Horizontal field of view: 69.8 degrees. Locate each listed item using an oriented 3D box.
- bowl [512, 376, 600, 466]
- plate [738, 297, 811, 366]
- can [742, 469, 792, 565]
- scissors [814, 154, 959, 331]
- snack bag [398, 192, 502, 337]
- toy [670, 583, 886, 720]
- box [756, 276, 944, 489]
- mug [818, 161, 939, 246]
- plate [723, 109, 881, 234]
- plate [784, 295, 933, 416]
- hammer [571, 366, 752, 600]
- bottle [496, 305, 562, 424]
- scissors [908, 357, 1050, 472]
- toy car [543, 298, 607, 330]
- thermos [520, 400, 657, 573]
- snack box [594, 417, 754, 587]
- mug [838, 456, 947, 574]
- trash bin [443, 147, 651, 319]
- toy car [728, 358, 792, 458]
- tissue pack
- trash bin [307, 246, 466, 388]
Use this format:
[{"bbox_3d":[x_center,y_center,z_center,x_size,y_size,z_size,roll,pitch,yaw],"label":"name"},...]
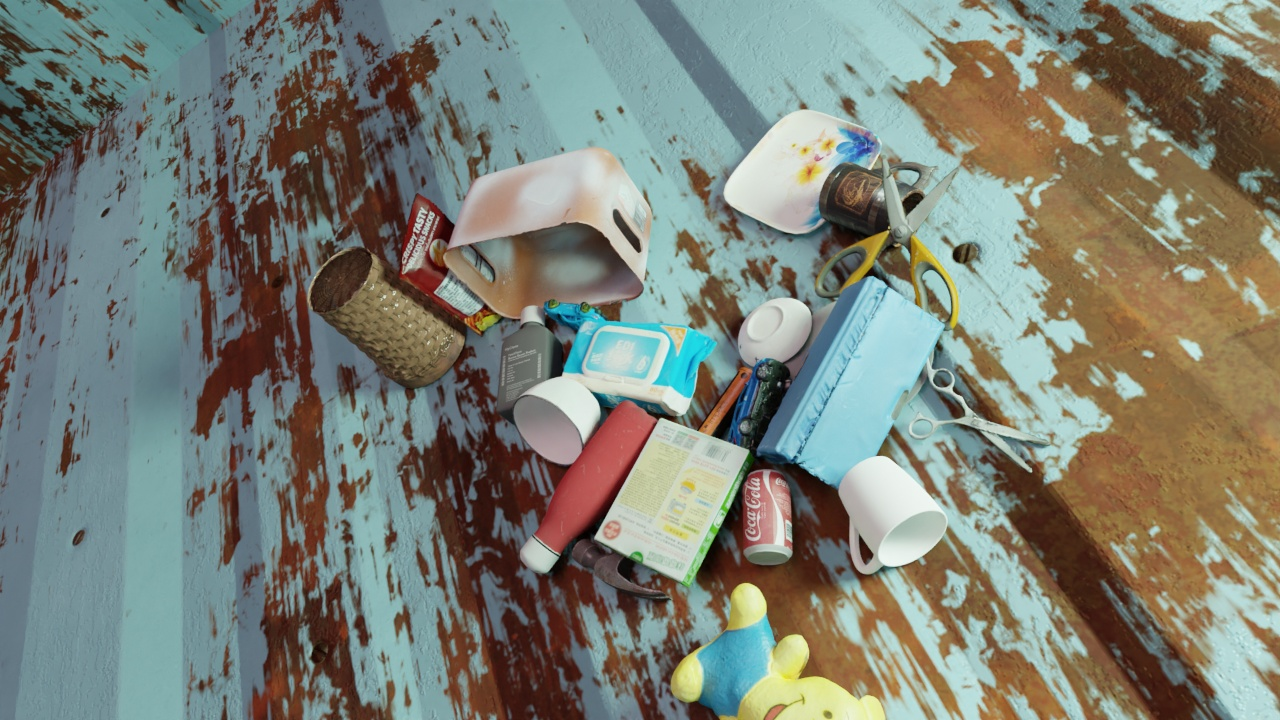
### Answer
[{"bbox_3d":[-0.104,0.073,1.202,0.116,0.116,0.065,8,39,34],"label":"bowl"},{"bbox_3d":[0.163,-0.041,1.154,0.104,0.026,0.104,-25,44,27],"label":"plate"},{"bbox_3d":[0.141,0.174,1.023,0.054,0.054,0.096,-12,55,24],"label":"can"},{"bbox_3d":[0.296,-0.129,1.086,0.230,0.016,0.225,-23,75,38],"label":"scissors"},{"bbox_3d":[-0.278,-0.136,1.372,0.067,0.208,0.138,-2,60,30],"label":"snack bag"},{"bbox_3d":[0.135,0.343,0.901,0.149,0.084,0.214,-49,51,-3],"label":"toy"},{"bbox_3d":[0.239,0.032,1.046,0.112,0.094,0.231,31,80,-5],"label":"box"},{"bbox_3d":[0.302,-0.210,1.152,0.107,0.080,0.115,33,86,39],"label":"mug"},{"bbox_3d":[0.224,-0.261,1.275,0.187,0.016,0.187,-50,49,-5],"label":"plate"},{"bbox_3d":[0.257,0.000,1.091,0.179,0.012,0.178,-15,54,22],"label":"plate"},{"bbox_3d":[0.057,0.144,1.107,0.138,0.035,0.314,28,77,39],"label":"hammer"},{"bbox_3d":[-0.157,0.000,1.319,0.084,0.046,0.173,-17,54,21],"label":"bottle"},{"bbox_3d":[0.361,0.054,0.987,0.142,0.014,0.146,-5,63,24],"label":"scissors"},{"bbox_3d":[-0.097,-0.063,1.323,0.105,0.048,0.032,10,70,34],"label":"toy car"},{"bbox_3d":[-0.064,0.161,1.142,0.073,0.073,0.239,32,81,40],"label":"thermos"},{"bbox_3d":[0.039,0.160,1.066,0.132,0.027,0.167,18,71,36],"label":"snack box"},{"bbox_3d":[0.250,0.166,0.957,0.114,0.080,0.087,-62,36,26],"label":"mug"},{"bbox_3d":[-0.129,-0.183,1.332,0.260,0.181,0.157,-9,55,27],"label":"trash bin"},{"bbox_3d":[0.140,0.055,1.092,0.044,0.056,0.120,11,78,50],"label":"toy car"},{"bbox_3d":[-0.007,0.007,1.214,0.210,0.066,0.116,8,67,32],"label":"tissue pack"},{"bbox_3d":[-0.388,-0.070,1.395,0.151,0.210,0.151,-16,53,22],"label":"trash bin"}]
